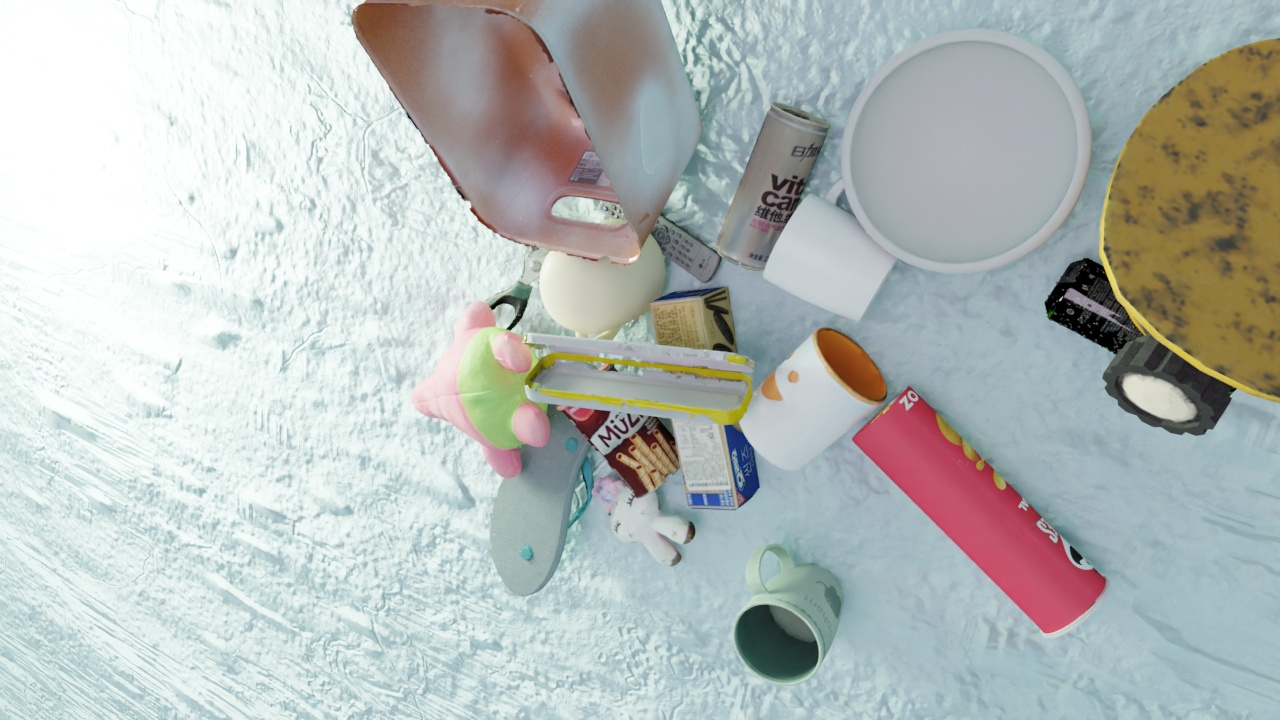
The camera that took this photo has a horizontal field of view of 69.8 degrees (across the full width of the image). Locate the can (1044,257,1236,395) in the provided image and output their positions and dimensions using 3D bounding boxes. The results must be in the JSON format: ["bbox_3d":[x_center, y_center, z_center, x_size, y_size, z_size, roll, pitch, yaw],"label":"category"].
[{"bbox_3d":[0.370,-0.024,0.674,0.138,0.053,0.054,32,118,18],"label":"can"}]

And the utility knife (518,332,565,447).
[{"bbox_3d":[-0.112,0.044,0.995,0.022,0.015,0.177,31,115,20],"label":"utility knife"}]

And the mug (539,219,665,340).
[{"bbox_3d":[-0.042,-0.064,0.864,0.096,0.099,0.120,18,122,29],"label":"mug"}]

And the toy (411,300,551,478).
[{"bbox_3d":[-0.169,0.034,0.969,0.237,0.096,0.192,-8,93,48],"label":"toy"}]

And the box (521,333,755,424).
[{"bbox_3d":[-0.004,0.010,0.816,0.210,0.067,0.070,6,104,21],"label":"box"}]

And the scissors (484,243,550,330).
[{"bbox_3d":[-0.145,-0.115,0.967,0.202,0.015,0.203,-30,87,33],"label":"scissors"}]

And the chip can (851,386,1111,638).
[{"bbox_3d":[0.278,0.122,0.761,0.220,0.069,0.069,46,121,11],"label":"chip can"}]

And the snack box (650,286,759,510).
[{"bbox_3d":[0.063,0.036,0.867,0.056,0.057,0.207,-4,103,32],"label":"snack box"}]

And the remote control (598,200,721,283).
[{"bbox_3d":[0.018,-0.122,0.870,0.136,0.013,0.033,36,119,16],"label":"remote control"}]

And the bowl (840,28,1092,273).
[{"bbox_3d":[0.247,-0.158,0.698,0.177,0.066,0.177,9,108,27],"label":"bowl"}]

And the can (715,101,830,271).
[{"bbox_3d":[0.111,-0.147,0.787,0.054,0.054,0.136,31,117,19],"label":"can"}]

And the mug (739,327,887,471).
[{"bbox_3d":[0.148,0.035,0.801,0.082,0.082,0.106,49,122,9],"label":"mug"}]

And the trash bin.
[{"bbox_3d":[-0.074,-0.227,0.741,0.182,0.157,0.260,14,154,31],"label":"trash bin"}]

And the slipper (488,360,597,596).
[{"bbox_3d":[-0.096,0.124,0.994,0.098,0.054,0.269,24,104,25],"label":"slipper"}]

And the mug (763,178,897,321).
[{"bbox_3d":[0.169,-0.097,0.763,0.087,0.081,0.114,31,86,12],"label":"mug"}]

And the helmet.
[{"bbox_3d":[0.390,-0.067,0.587,0.205,0.131,0.255,36,76,17],"label":"helmet"}]

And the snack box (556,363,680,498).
[{"bbox_3d":[-0.017,0.068,0.899,0.072,0.072,0.121,-37,96,32],"label":"snack box"}]

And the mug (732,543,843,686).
[{"bbox_3d":[0.136,0.224,0.850,0.084,0.103,0.111,-28,90,33],"label":"mug"}]

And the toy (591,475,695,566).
[{"bbox_3d":[-0.001,0.162,0.950,0.123,0.037,0.079,34,125,20],"label":"toy"}]
